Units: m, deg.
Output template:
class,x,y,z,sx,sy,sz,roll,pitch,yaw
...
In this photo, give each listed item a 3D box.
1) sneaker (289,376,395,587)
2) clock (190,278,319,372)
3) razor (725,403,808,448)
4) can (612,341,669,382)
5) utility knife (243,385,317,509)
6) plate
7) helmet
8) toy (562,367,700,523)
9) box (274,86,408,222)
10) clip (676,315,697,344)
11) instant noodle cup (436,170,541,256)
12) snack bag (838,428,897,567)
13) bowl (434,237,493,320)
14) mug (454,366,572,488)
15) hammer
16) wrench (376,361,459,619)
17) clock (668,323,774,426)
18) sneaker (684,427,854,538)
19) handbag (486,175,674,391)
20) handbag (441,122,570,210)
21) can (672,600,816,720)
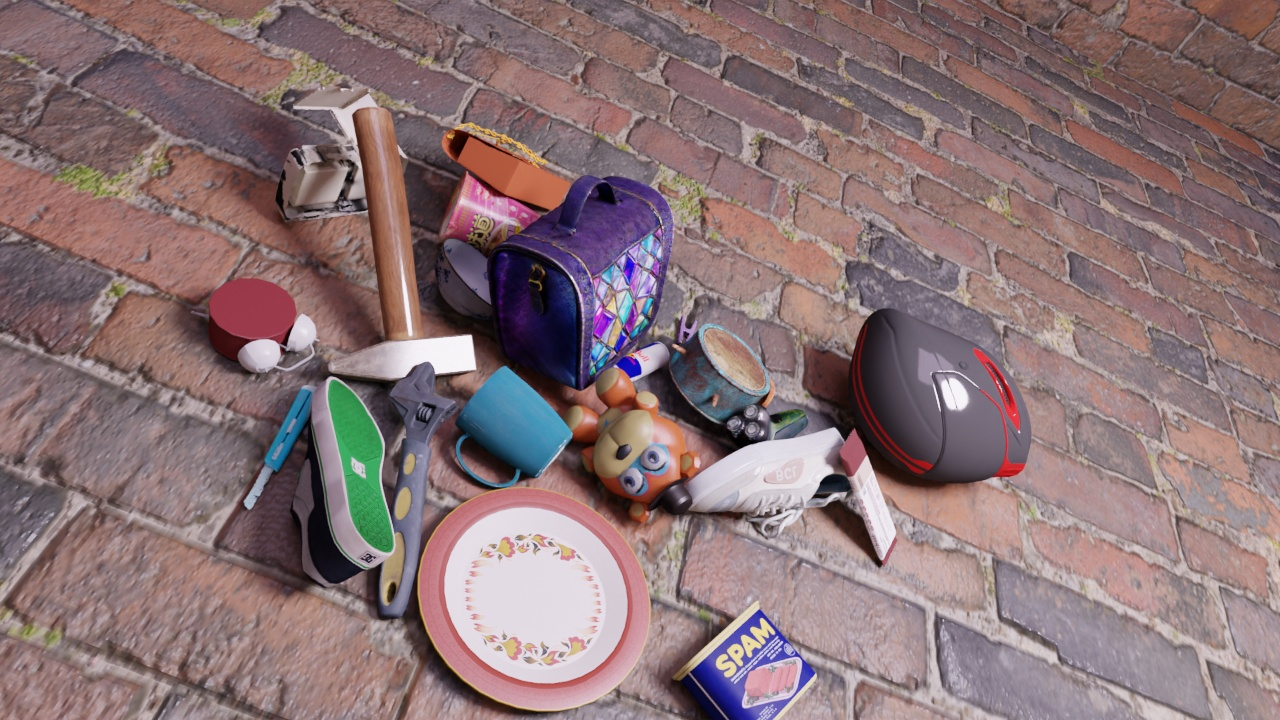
class,x,y,z,sx,sy,sz,roll,pitch,yaw
sneaker,-0.291,0.108,0.860,0.084,0.079,0.235,48,11,-42
clock,-0.394,-0.034,0.949,0.124,0.044,0.086,39,45,9
razor,0.161,0.077,1.116,0.054,0.067,0.151,19,20,35
can,-0.007,0.007,1.120,0.095,0.032,0.032,-26,66,-41
utility knife,-0.346,0.083,0.891,0.022,0.015,0.151,21,47,-11
plate,-0.101,0.225,0.883,0.229,0.021,0.229,14,46,-16
helmet,0.361,0.053,1.175,0.169,0.165,0.264,-18,71,-25
toy,-0.005,0.096,0.994,0.176,0.112,0.096,45,9,17
box,-0.352,-0.270,1.067,0.143,0.194,0.106,-18,66,-45
clip,0.061,-0.037,1.210,0.035,0.013,0.051,19,47,-9
instant noodle cup,-0.187,-0.172,1.152,0.108,0.098,0.097,21,44,-20
snack bag,0.268,0.161,1.077,0.056,0.013,0.158,-41,113,-48
bowl,-0.203,-0.087,1.079,0.114,0.045,0.114,45,17,-18
mug,-0.138,0.081,0.962,0.104,0.085,0.112,39,73,2
hammer,-0.275,-0.126,0.988,0.157,0.037,0.300,-7,87,-32
wrench,-0.223,0.115,0.891,0.073,0.022,0.272,-6,56,10
clock,0.105,0.020,1.139,0.157,0.073,0.121,0,50,-51
sneaker,0.157,0.145,1.041,0.241,0.090,0.090,-10,62,-35
handbag,-0.063,-0.104,1.041,0.125,0.222,0.204,23,40,22
handbag,-0.171,-0.256,1.193,0.109,0.060,0.171,32,10,13
can,0.104,0.306,0.891,0.116,0.057,0.092,-28,69,-41
